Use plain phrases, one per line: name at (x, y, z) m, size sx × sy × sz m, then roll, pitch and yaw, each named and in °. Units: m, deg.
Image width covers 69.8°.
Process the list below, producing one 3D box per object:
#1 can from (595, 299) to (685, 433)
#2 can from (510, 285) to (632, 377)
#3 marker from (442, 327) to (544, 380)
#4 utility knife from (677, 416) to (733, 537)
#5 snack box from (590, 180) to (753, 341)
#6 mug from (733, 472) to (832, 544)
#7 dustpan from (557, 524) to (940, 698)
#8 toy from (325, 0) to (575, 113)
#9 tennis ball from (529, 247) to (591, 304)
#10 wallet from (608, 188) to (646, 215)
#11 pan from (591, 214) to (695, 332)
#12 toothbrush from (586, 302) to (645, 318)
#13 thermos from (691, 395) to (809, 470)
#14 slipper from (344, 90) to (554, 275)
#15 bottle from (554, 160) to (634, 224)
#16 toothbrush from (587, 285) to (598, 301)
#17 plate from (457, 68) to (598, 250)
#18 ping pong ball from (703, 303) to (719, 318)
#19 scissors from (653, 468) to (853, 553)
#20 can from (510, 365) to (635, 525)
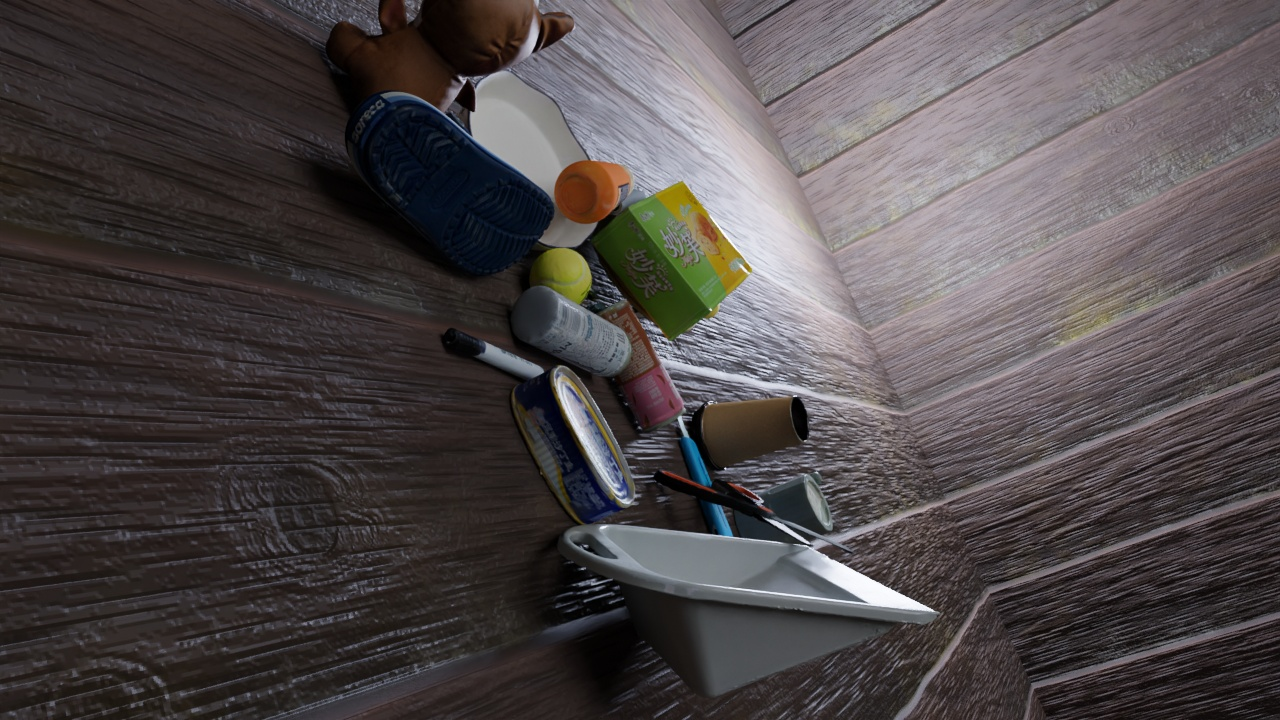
can at (-0.006, 0.006, 1.045) m, size 0.147 × 0.058 × 0.057 m, roll 61°, pitch 21°, yaw -4°
can at (-0.068, -0.027, 0.942) m, size 0.146 × 0.058 × 0.058 m, roll 28°, pitch 40°, yaw -56°
marker at (-0.129, -0.001, 0.829) m, size 0.130 × 0.018 × 0.022 m, roll 29°, pitch 24°, yaw -54°
utility knife at (0.068, 0.126, 1.132) m, size 0.034 × 0.018 × 0.223 m, roll 18°, pitch 47°, yaw -60°
snack box at (0.046, -0.131, 1.153) m, size 0.157 × 0.070 × 0.209 m, roll 51°, pitch 28°, yaw -2°
mug at (0.190, 0.196, 1.211) m, size 0.083 × 0.104 × 0.123 m, roll 58°, pitch 23°, yaw -13°
dustpan at (0.070, 0.174, 0.787) m, size 0.223 × 0.257 × 0.142 m, roll -169°, pitch -120°, yaw -71°
toy at (-0.171, -0.292, 0.825) m, size 0.140 × 0.200 × 0.130 m, roll 22°, pitch 49°, yaw -61°
tennis ball at (-0.084, -0.085, 0.963) m, size 0.065 × 0.066 × 0.065 m, roll 48°, pitch 26°, yaw -33°
wallet at (-0.056, -0.212, 1.147) m, size 0.129 × 0.106 × 0.037 m, roll -47°, pitch 152°, yaw -70°
pan at (0.026, -0.154, 1.309) m, size 0.197 × 0.078 × 0.356 m, roll 47°, pitch 29°, yaw -11°
toothbrush at (-0.021, -0.063, 1.147) m, size 0.016 × 0.018 × 0.191 m, roll 66°, pitch 22°, yaw 8°
thermos at (0.141, 0.088, 1.187) m, size 0.093 × 0.143 × 0.093 m, roll 33°, pitch 49°, yaw -50°
slipper at (-0.175, -0.157, 0.813) m, size 0.095 × 0.105 × 0.252 m, roll 43°, pitch 6°, yaw 26°
bottle at (-0.042, -0.193, 1.021) m, size 0.067 × 0.067 × 0.149 m, roll 61°, pitch 25°, yaw -6°
toothbrush at (-0.102, -0.142, 1.054) m, size 0.186 × 0.017 × 0.012 m, roll 53°, pitch 33°, yaw -22°
plate at (-0.125, -0.211, 1.001) m, size 0.204 × 0.046 × 0.204 m, roll 32°, pitch 49°, yaw -45°
ping pong ball at (0.102, -0.085, 1.423) m, size 0.040 × 0.040 × 0.040 m, roll 48°, pitch 26°, yaw -33°
scissors at (0.116, 0.165, 1.013) m, size 0.232 × 0.021 × 0.221 m, roll 20°, pitch 2°, yaw -4°
can at (-0.061, 0.078, 0.847) m, size 0.148 × 0.049 × 0.074 m, roll 62°, pitch 21°, yaw -3°
